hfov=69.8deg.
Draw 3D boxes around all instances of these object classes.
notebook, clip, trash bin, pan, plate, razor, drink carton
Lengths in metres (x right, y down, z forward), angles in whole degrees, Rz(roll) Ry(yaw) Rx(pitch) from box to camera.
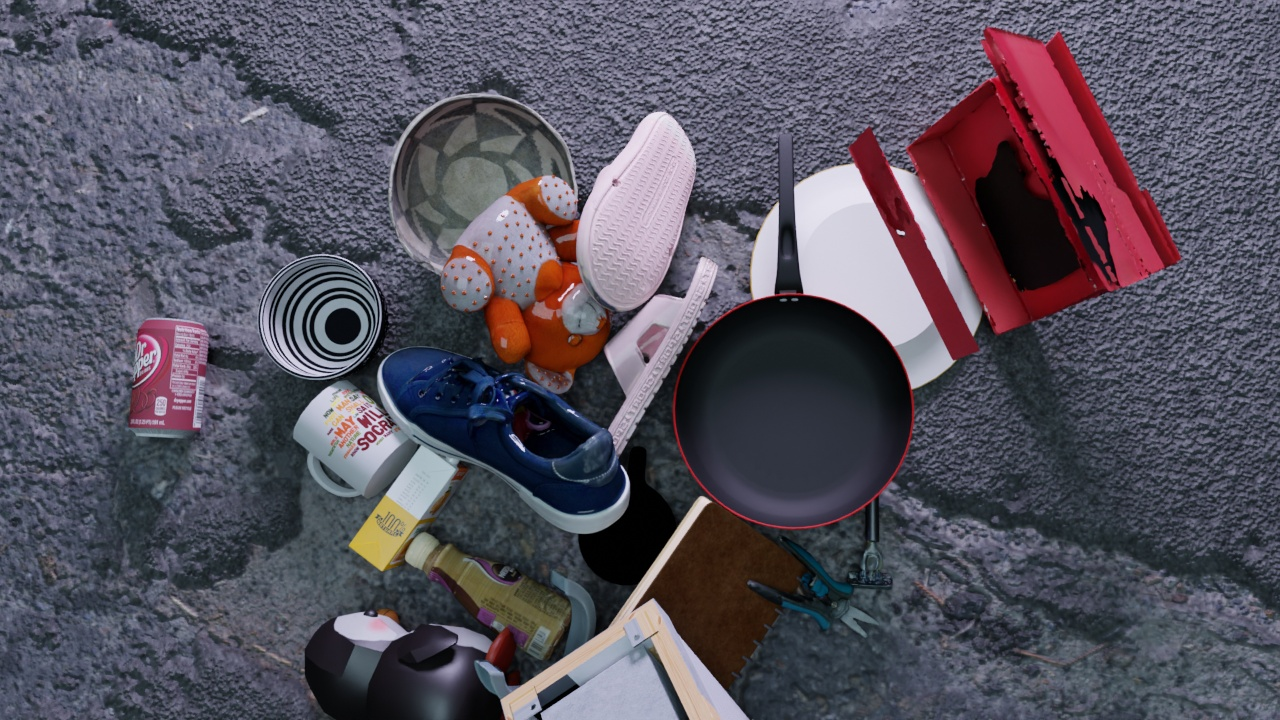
[{"bbox_3d":[0.043,0.246,0.813,0.167,0.024,0.225,37,86,-36],"label":"notebook"},{"bbox_3d":[-0.093,0.280,0.795,0.158,0.030,0.174,-33,125,-33],"label":"clip"},{"bbox_3d":[0.028,0.340,0.727,0.142,0.142,0.247,-34,127,-1],"label":"trash bin"},{"bbox_3d":[0.136,-0.027,0.835,0.209,0.067,0.356,-1,80,11],"label":"pan"},{"bbox_3d":[0.221,-0.080,0.878,0.230,0.021,0.229,0,84,-2],"label":"plate"},{"bbox_3d":[0.217,0.143,0.864,0.043,0.022,0.144,2,84,3],"label":"razor"},{"bbox_3d":[-0.216,0.136,0.874,0.040,0.058,0.122,35,87,7],"label":"drink carton"}]

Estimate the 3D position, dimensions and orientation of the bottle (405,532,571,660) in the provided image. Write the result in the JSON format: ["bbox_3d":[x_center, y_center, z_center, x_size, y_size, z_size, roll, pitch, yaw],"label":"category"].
[{"bbox_3d":[-0.144,0.215,0.860,0.166,0.059,0.059,29,86,7],"label":"bottle"}]

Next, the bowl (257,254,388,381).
[{"bbox_3d":[-0.301,-0.037,0.895,0.120,0.066,0.120,0,84,4],"label":"bowl"}]

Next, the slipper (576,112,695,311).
[{"bbox_3d":[-0.005,-0.145,0.854,0.056,0.107,0.221,-7,48,40],"label":"slipper"}]

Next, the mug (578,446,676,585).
[{"bbox_3d":[-0.008,0.139,0.842,0.085,0.094,0.121,5,84,4],"label":"mug"}]

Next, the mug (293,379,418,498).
[{"bbox_3d":[-0.279,0.086,0.883,0.089,0.073,0.105,37,113,7],"label":"mug"}]

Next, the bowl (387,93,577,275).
[{"bbox_3d":[-0.155,-0.164,0.881,0.178,0.081,0.178,-6,108,-19],"label":"bowl"}]

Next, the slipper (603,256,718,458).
[{"bbox_3d":[-0.005,0.005,0.859,0.064,0.094,0.239,29,92,2],"label":"slipper"}]

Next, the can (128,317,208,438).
[{"bbox_3d":[-0.463,0.018,0.902,0.063,0.063,0.114,2,84,4],"label":"can"}]

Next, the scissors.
[{"bbox_3d":[0.158,0.209,0.830,0.122,0.019,0.149,-19,106,-15],"label":"scissors"}]

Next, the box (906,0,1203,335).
[{"bbox_3d":[0.340,-0.152,0.743,0.121,0.318,0.211,-23,83,1],"label":"box"}]

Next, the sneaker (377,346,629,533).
[{"bbox_3d":[-0.136,0.035,0.803,0.295,0.127,0.120,26,48,33],"label":"sneaker"}]

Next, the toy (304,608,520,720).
[{"bbox_3d":[-0.220,0.294,0.818,0.184,0.159,0.139,14,42,16],"label":"toy"}]

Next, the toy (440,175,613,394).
[{"bbox_3d":[-0.088,-0.063,0.836,0.172,0.093,0.163,53,55,-28],"label":"toy"}]
